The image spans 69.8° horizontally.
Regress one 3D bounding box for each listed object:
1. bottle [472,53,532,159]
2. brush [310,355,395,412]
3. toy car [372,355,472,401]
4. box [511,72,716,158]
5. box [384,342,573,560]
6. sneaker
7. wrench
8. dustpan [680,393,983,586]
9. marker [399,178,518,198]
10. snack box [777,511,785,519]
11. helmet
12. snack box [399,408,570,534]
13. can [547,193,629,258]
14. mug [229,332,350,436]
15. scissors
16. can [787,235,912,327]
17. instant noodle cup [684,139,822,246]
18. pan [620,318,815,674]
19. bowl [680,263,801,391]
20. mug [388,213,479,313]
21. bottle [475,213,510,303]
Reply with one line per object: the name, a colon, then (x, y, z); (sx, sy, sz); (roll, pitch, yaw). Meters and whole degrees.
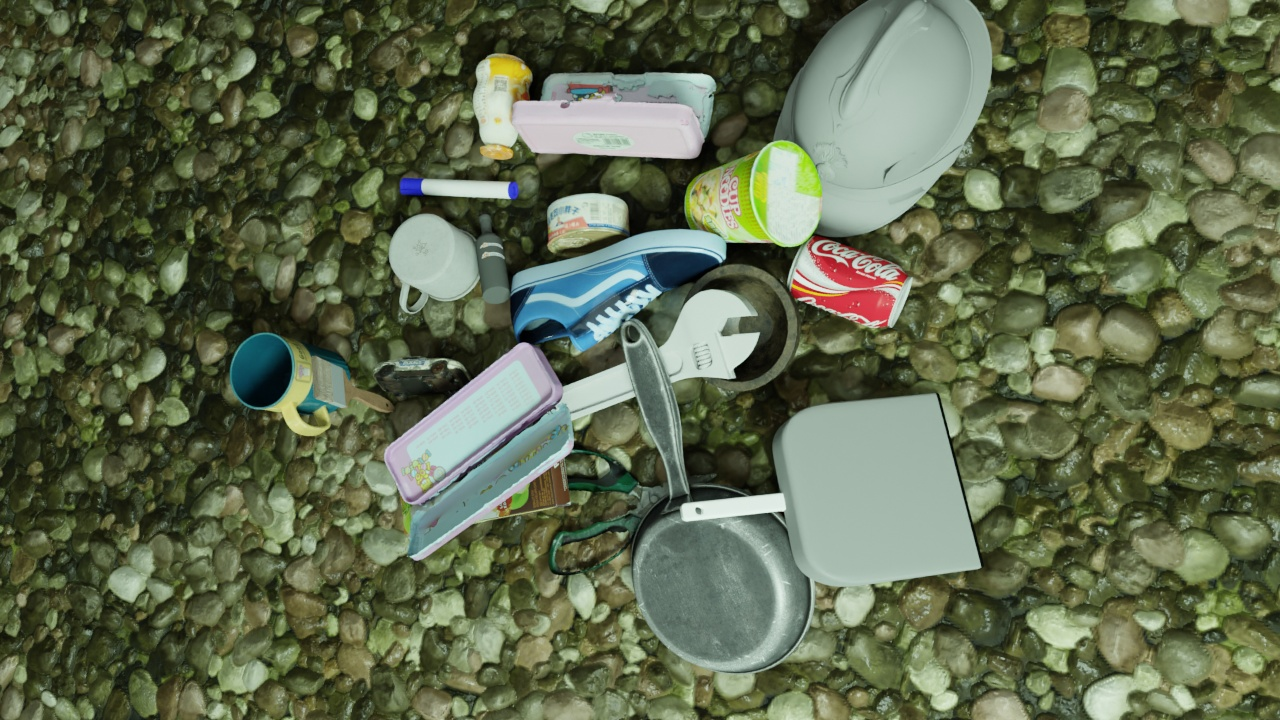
bottle: (-0.155, -0.280, 1.017); (0.063, 0.063, 0.109); (3, 85, 18)
brush: (-0.301, 0.036, 0.972); (0.008, 0.143, 0.045); (-16, 69, 13)
toy car: (-0.238, 0.015, 1.009); (0.113, 0.048, 0.040); (-2, 50, 16)
box: (-0.027, -0.273, 0.970); (0.202, 0.087, 0.102); (6, 71, 19)
box: (-0.162, 0.093, 0.921); (0.214, 0.049, 0.149); (-37, 50, 15)
sneaker: (-0.023, -0.058, 0.926); (0.242, 0.083, 0.098); (-12, 66, 24)
wrench: (-0.005, 0.005, 0.917); (0.274, 0.018, 0.086); (-21, 83, 28)
dustpan: (0.163, 0.120, 0.819); (0.257, 0.033, 0.163); (-4, 70, -13)
marker: (-0.207, -0.195, 1.043); (0.142, 0.020, 0.020); (6, 84, 18)
snack box: (0.165, 0.157, 0.866); (0.141, 0.031, 0.051); (-6, 80, 17)
helmet: (0.219, -0.254, 0.865); (0.183, 0.117, 0.271); (33, 94, 19)
snack box: (-0.169, 0.118, 0.967); (0.186, 0.031, 0.101); (-14, 78, 21)
can: (-0.054, -0.138, 0.951); (0.086, 0.086, 0.043); (-7, 78, 16)
mug: (-0.381, 0.032, 1.018); (0.083, 0.107, 0.113); (-31, 74, 9)
scissors: (-0.014, 0.165, 0.930); (0.210, 0.015, 0.146); (4, 80, 20)
can: (0.198, -0.074, 0.873); (0.105, 0.064, 0.064); (24, 89, 19)
instant noodle cup: (0.103, -0.154, 0.887); (0.108, 0.098, 0.099); (0, 80, 50)
pan: (0.042, 0.129, 0.869); (0.188, 0.055, 0.357); (-22, 88, 29)
bowl: (0.104, -0.032, 0.898); (0.121, 0.056, 0.121); (2, 94, 29)
mug: (-0.234, -0.102, 1.011); (0.084, 0.070, 0.113); (39, 92, 19)
bottle: (-0.164, -0.115, 1.002); (0.030, 0.030, 0.112); (-22, 57, 13)
